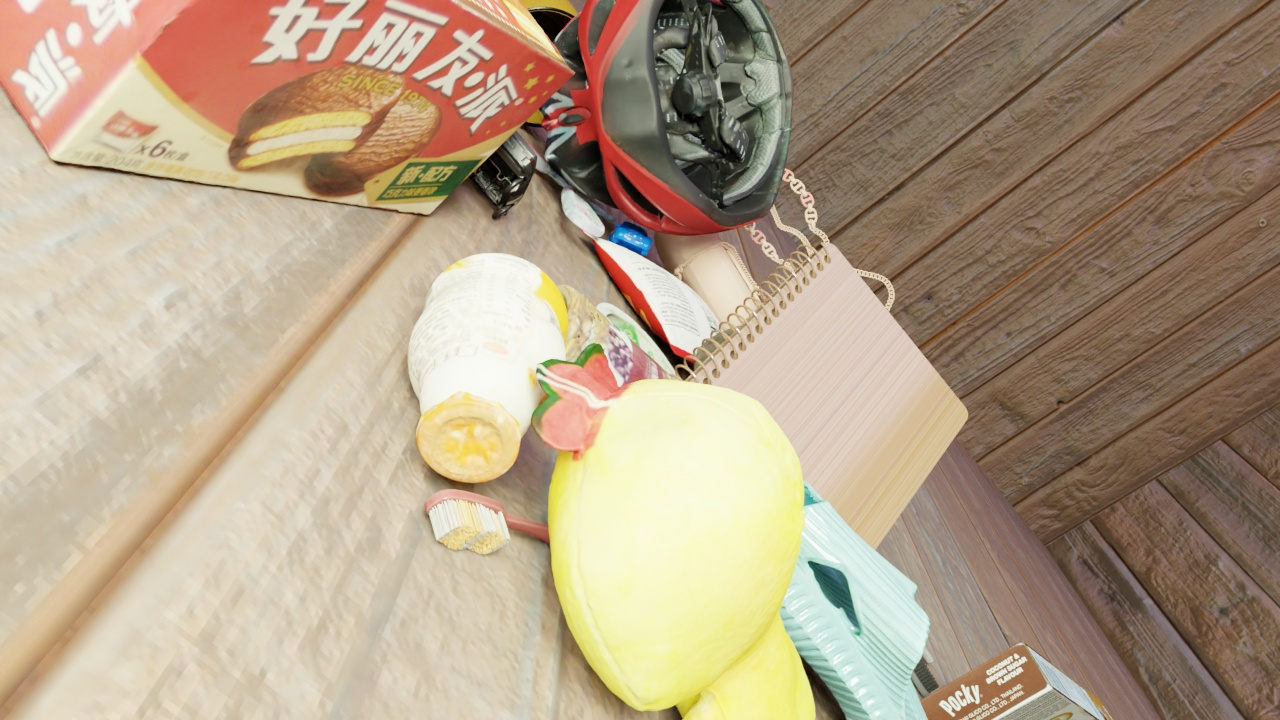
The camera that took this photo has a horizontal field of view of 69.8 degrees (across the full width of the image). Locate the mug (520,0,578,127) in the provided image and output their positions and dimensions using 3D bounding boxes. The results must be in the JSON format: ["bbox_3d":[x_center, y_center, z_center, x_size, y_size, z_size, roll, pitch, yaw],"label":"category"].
[{"bbox_3d":[-0.100,-0.276,0.804,0.123,0.101,0.094,27,25,-28],"label":"mug"}]

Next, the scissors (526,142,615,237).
[{"bbox_3d":[-0.066,-0.141,0.732,0.170,0.013,0.175,34,14,-46],"label":"scissors"}]

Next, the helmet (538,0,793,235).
[{"bbox_3d":[0.034,-0.210,0.735,0.271,0.167,0.217,-28,112,-51],"label":"helmet"}]

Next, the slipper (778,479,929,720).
[{"bbox_3d":[0.120,0.143,0.482,0.276,0.069,0.115,62,13,-1],"label":"slipper"}]

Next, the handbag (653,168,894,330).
[{"bbox_3d":[0.116,-0.099,0.840,0.198,0.187,0.116,61,0,15],"label":"handbag"}]

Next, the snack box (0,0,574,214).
[{"bbox_3d":[-0.122,-0.125,0.376,0.060,0.113,0.236,53,16,6],"label":"snack box"}]

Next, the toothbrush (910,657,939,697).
[{"bbox_3d":[0.187,0.191,0.735,0.013,0.013,0.167,34,21,-48],"label":"toothbrush"}]

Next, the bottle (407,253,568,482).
[{"bbox_3d":[-0.061,0.002,0.364,0.063,0.063,0.108,45,20,-24],"label":"bottle"}]

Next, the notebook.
[{"bbox_3d":[0.109,0.037,0.587,0.169,0.022,0.209,50,58,-5],"label":"notebook"}]

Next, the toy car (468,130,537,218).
[{"bbox_3d":[-0.084,-0.119,0.561,0.040,0.037,0.092,49,-17,-5],"label":"toy car"}]

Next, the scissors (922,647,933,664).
[{"bbox_3d":[0.195,0.179,0.781,0.120,0.014,0.159,57,2,-32],"label":"scissors"}]

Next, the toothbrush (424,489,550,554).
[{"bbox_3d":[-0.023,0.081,0.386,0.184,0.015,0.015,31,29,-53],"label":"toothbrush"}]

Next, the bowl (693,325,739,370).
[{"bbox_3d":[0.112,0.043,0.674,0.162,0.070,0.162,45,30,-35],"label":"bowl"}]

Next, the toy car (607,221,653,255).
[{"bbox_3d":[-0.002,-0.120,0.772,0.033,0.062,0.092,22,-1,-8],"label":"toy car"}]

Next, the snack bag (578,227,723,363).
[{"bbox_3d":[0.024,-0.042,0.732,0.130,0.039,0.144,24,25,-56],"label":"snack bag"}]

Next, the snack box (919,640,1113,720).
[{"bbox_3d":[0.248,0.248,0.611,0.186,0.101,0.031,37,22,-42],"label":"snack box"}]

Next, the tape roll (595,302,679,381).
[{"bbox_3d":[-0.004,0.004,0.601,0.094,0.018,0.093,47,16,-18],"label":"tape roll"}]

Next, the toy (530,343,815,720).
[{"bbox_3d":[0.025,0.088,0.357,0.133,0.092,0.208,-64,141,-58],"label":"toy"}]

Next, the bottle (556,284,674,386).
[{"bbox_3d":[-0.018,0.014,0.466,0.105,0.056,0.056,41,19,-32],"label":"bottle"}]
